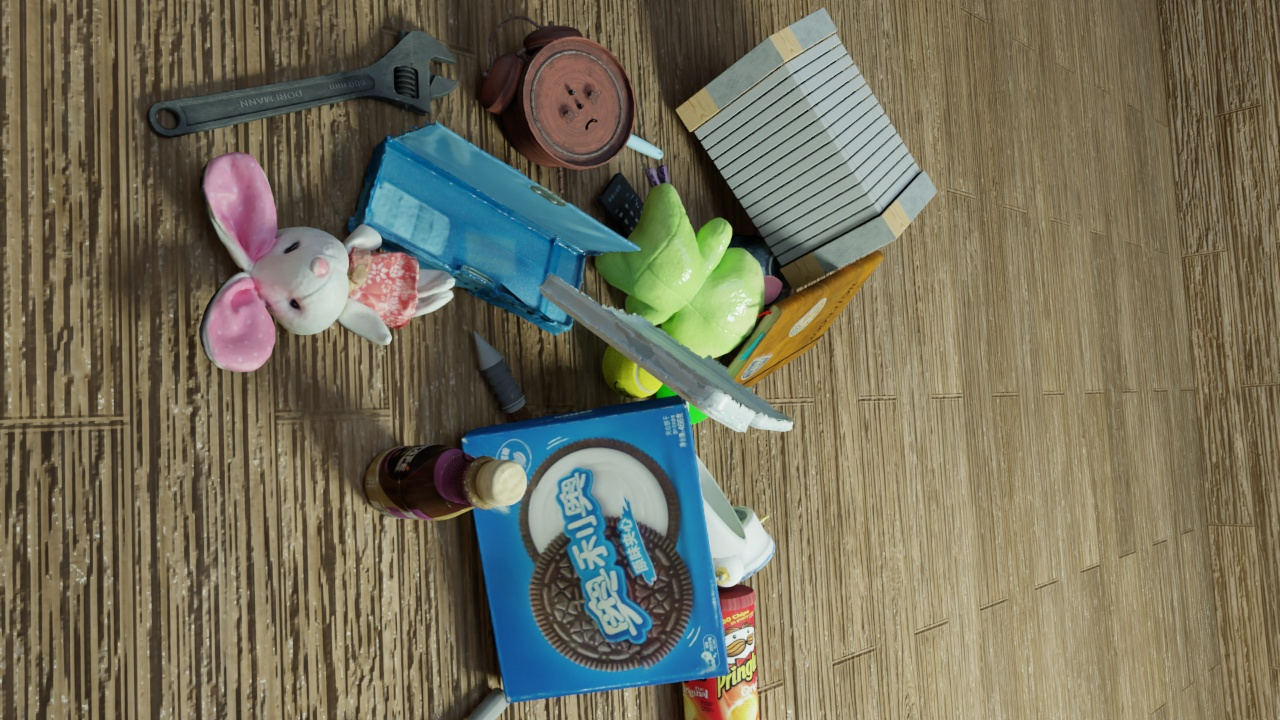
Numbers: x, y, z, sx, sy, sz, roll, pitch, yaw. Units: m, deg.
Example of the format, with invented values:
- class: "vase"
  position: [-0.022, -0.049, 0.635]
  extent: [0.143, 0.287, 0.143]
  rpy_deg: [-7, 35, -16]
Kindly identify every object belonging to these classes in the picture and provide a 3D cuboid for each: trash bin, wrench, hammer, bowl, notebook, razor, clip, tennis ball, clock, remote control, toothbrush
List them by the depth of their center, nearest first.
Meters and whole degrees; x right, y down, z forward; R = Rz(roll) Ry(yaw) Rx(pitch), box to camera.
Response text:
- class: "wrench"
  position: [-0.259, -0.218, 0.741]
  extent: [0.272, 0.018, 0.073]
  rpy_deg: [-28, 104, -41]
- class: "razor"
  position: [-0.151, 0.319, 0.765]
  extent: [0.116, 0.047, 0.088]
  rpy_deg: [-40, 112, -48]
- class: "hammer"
  position: [-0.077, 0.115, 0.862]
  extent: [0.155, 0.043, 0.322]
  rpy_deg: [-39, 109, -39]
- class: "clock"
  position: [-0.080, -0.249, 0.862]
  extent: [0.120, 0.072, 0.158]
  rpy_deg: [-45, 115, -21]
- class: "bowl"
  position: [0.028, 0.127, 0.902]
  extent: [0.066, 0.176, 0.176]
  rpy_deg: [-37, 118, 6]
- class: "tennis ball"
  position: [-0.005, 0.005, 0.921]
  extent: [0.065, 0.066, 0.065]
  rpy_deg: [7, 80, -43]
- class: "toothbrush"
  position: [-0.032, -0.242, 0.960]
  extent: [0.154, 0.016, 0.022]
  rpy_deg: [17, 74, -41]
- class: "clock"
  position: [0.086, 0.205, 0.970]
  extent: [0.125, 0.089, 0.052]
  rpy_deg: [-39, 106, -42]
- class: "tennis ball"
  position: [0.049, 0.035, 0.970]
  extent: [0.065, 0.065, 0.065]
  rpy_deg: [7, 80, -43]
- class: "remote control"
  position: [0.005, -0.129, 0.980]
  extent: [0.150, 0.022, 0.047]
  rpy_deg: [51, 53, -29]
- class: "clip"
  position: [0.025, -0.194, 1.013]
  extent: [0.051, 0.014, 0.043]
  rpy_deg: [54, 50, -21]
- class: "trash bin"
  position: [0.191, -0.237, 1.041]
  extent: [0.247, 0.143, 0.142]
  rpy_deg: [55, 45, -8]
- class: "notebook"
  position: [0.169, -0.029, 1.043]
  extent: [0.014, 0.179, 0.248]
  rpy_deg: [46, 42, 16]
- class: "bowl"
  position: [0.146, -0.101, 1.088]
  extent: [0.110, 0.055, 0.110]
  rpy_deg: [6, 81, -44]

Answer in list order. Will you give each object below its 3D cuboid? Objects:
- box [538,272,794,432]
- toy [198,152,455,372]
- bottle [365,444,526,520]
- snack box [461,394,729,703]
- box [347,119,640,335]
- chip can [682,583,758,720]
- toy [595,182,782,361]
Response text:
- class: "box"
  position: [0.024, -0.001, 0.801]
  extent: [0.045, 0.209, 0.191]
  rpy_deg: [-58, 153, 8]
- class: "toy"
  position: [-0.236, -0.060, 0.697]
  extent: [0.194, 0.084, 0.159]
  rpy_deg: [10, 73, -42]
- class: "bottle"
  position: [-0.148, 0.094, 0.704]
  extent: [0.059, 0.166, 0.059]
  rpy_deg: [6, 80, -43]
- class: "snack box"
  position: [-0.038, 0.161, 0.792]
  extent: [0.056, 0.195, 0.239]
  rpy_deg: [-41, 121, -84]
- class: "box"
  position: [-0.118, -0.110, 0.797]
  extent: [0.231, 0.112, 0.094]
  rpy_deg: [28, 65, -38]
- class: "chip can"
  position: [0.082, 0.346, 0.951]
  extent: [0.086, 0.087, 0.213]
  rpy_deg: [-1, 87, -44]
- class: "toy"
  position: [0.054, -0.073, 0.936]
  extent: [0.197, 0.150, 0.107]
  rpy_deg: [37, 21, -22]
